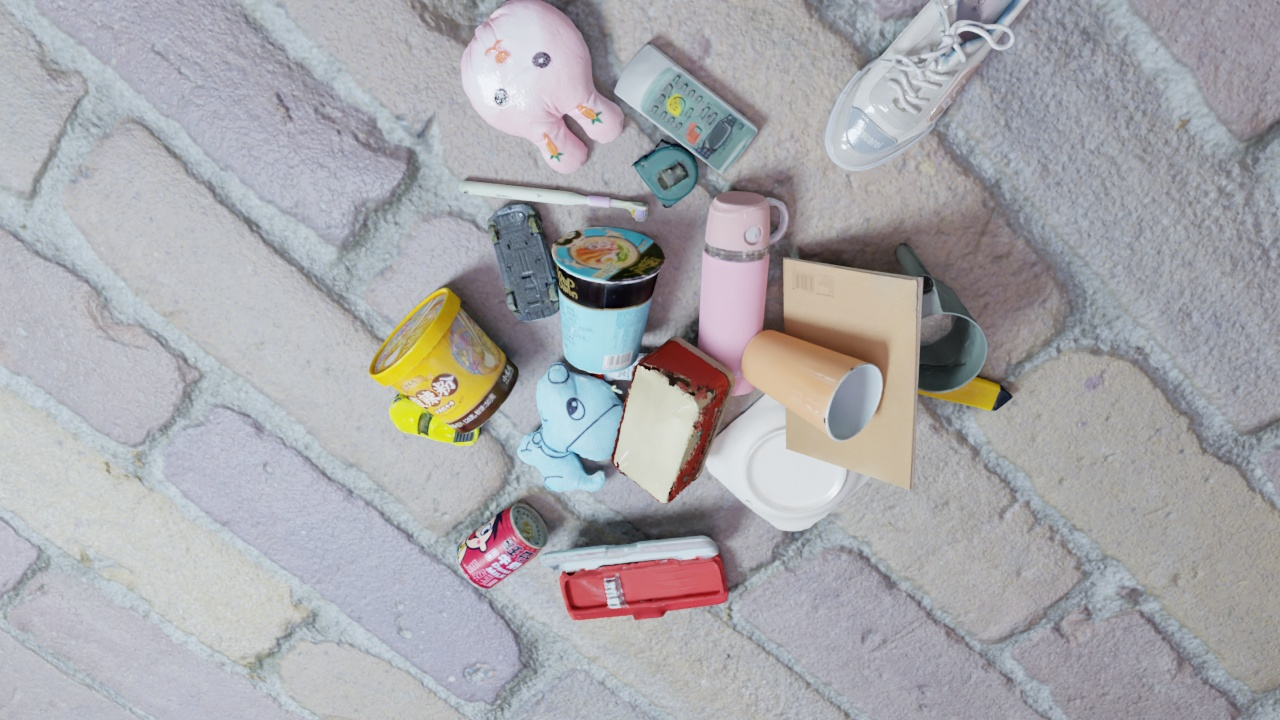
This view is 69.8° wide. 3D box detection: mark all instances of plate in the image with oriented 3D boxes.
[{"bbox_3d":[0.170,0.114,1.014,0.164,0.034,0.164,39,113,-13],"label":"plate"}]

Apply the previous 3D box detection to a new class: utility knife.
[{"bbox_3d":[0.315,0.024,0.968,0.154,0.015,0.033,14,110,-1],"label":"utility knife"}]

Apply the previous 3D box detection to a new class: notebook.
[{"bbox_3d":[0.201,0.010,0.893,0.150,0.012,0.212,16,119,43],"label":"notebook"}]

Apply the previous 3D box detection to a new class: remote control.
[{"bbox_3d":[0.042,-0.236,0.861,0.135,0.019,0.056,35,114,-12],"label":"remote control"}]

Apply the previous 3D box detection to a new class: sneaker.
[{"bbox_3d":[0.257,-0.258,0.794,0.089,0.090,0.243,35,114,-11],"label":"sneaker"}]

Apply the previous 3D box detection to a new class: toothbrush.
[{"bbox_3d":[-0.087,-0.160,0.909,0.189,0.029,0.020,8,74,2],"label":"toothbrush"}]

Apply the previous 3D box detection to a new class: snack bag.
[{"bbox_3d":[-0.006,0.006,0.979,0.104,0.026,0.048,1,129,3],"label":"snack bag"}]

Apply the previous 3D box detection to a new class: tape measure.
[{"bbox_3d":[0.028,-0.182,0.886,0.055,0.025,0.058,-34,109,20],"label":"tape measure"}]

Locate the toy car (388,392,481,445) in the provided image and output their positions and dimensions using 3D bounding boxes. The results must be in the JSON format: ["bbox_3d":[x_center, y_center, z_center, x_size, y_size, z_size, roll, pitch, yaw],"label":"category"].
[{"bbox_3d":[-0.230,0.068,1.025,0.105,0.032,0.048,15,116,-1],"label":"toy car"}]

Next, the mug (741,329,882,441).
[{"bbox_3d":[0.160,0.017,0.880,0.078,0.123,0.078,-20,124,-33],"label":"mug"}]

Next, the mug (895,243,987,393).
[{"bbox_3d":[0.276,-0.045,0.889,0.084,0.103,0.124,-16,112,12],"label":"mug"}]

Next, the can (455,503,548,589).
[{"bbox_3d":[-0.161,0.216,1.071,0.094,0.066,0.066,-38,108,20],"label":"can"}]

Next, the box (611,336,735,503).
[{"bbox_3d":[0.027,0.069,0.940,0.091,0.077,0.169,35,137,20],"label":"box"}]

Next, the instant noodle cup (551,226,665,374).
[{"bbox_3d":[-0.036,-0.056,0.915,0.111,0.111,0.121,7,125,1],"label":"instant noodle cup"}]

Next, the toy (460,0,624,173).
[{"bbox_3d":[-0.089,-0.251,0.849,0.121,0.054,0.159,-37,116,20],"label":"toy"}]

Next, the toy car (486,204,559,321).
[{"bbox_3d":[-0.116,-0.099,0.933,0.054,0.036,0.121,-12,104,11],"label":"toy car"}]

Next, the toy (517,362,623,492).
[{"bbox_3d":[-0.072,0.076,1.007,0.156,0.049,0.161,-28,112,21],"label":"toy"}]

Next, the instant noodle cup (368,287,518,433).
[{"bbox_3d":[-0.198,0.006,0.950,0.119,0.118,0.114,-36,116,19],"label":"instant noodle cup"}]

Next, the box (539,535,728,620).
[{"bbox_3d":[-0.004,0.247,1.077,0.201,0.065,0.160,-9,135,9],"label":"box"}]

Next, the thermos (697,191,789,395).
[{"bbox_3d":[0.101,-0.068,0.919,0.087,0.067,0.199,-9,117,-24],"label":"thermos"}]
